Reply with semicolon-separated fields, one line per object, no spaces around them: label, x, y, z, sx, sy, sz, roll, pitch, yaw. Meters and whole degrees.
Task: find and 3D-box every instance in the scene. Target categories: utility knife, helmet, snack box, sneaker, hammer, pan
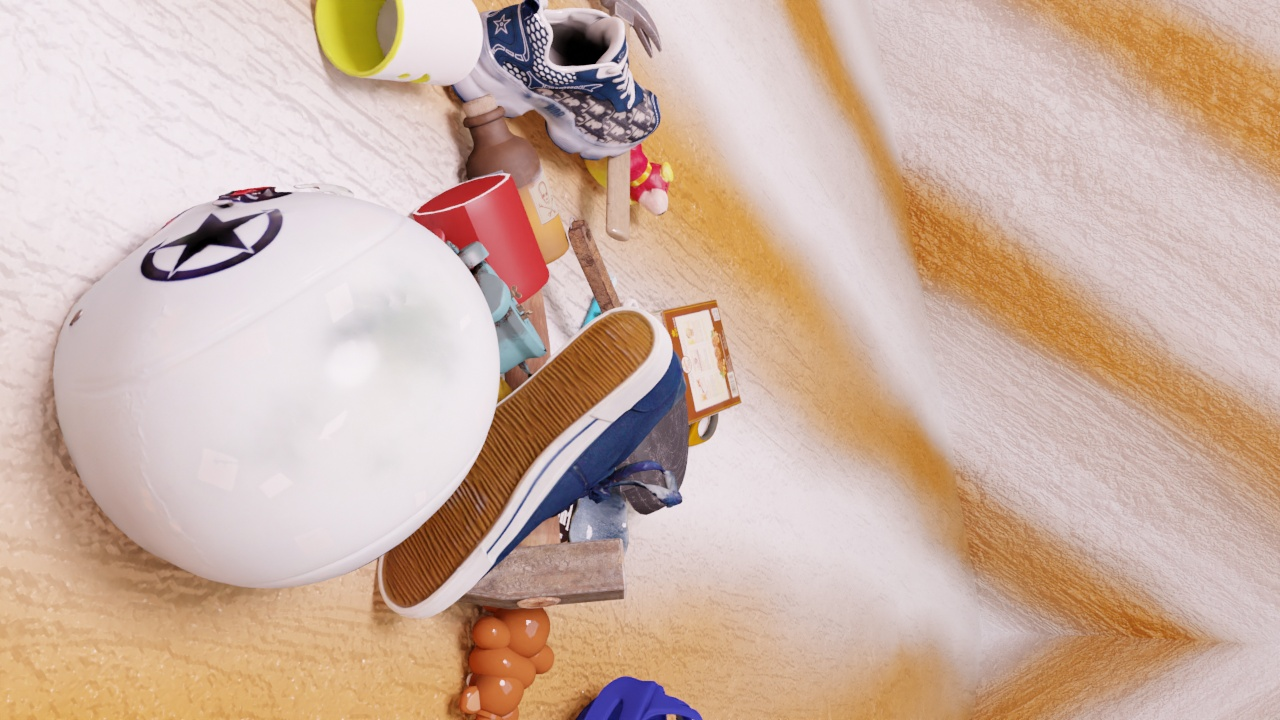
utility knife;-0.054;-0.043;1.000;0.022;0.015;0.157;63;33;-34
helmet;0.026;0.395;0.843;0.240;0.228;0.148;-34;124;-58
snack box;0.063;0.002;1.158;0.146;0.041;0.143;-16;93;-56
sneaker;-0.070;0.098;0.723;0.294;0.121;0.127;-44;140;-6
hammer;-0.022;-0.283;1.022;0.119;0.031;0.330;19;59;-39
pan;-0.006;0.005;0.953;0.207;0.040;0.357;-73;152;-49
sneaker;-0.050;-0.279;0.879;0.269;0.133;0.103;8;69;-50
helmet;-0.181;0.012;0.547;0.263;0.164;0.237;-38;121;-39
hammer;-0.104;0.063;0.800;0.037;0.158;0.300;92;-8;-62

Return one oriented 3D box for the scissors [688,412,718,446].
scissors;0.050;0.082;1.175;0.224;0.016;0.166;-46;124;-55

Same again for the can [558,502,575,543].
can;-0.096;0.135;0.826;0.072;0.072;0.128;47;45;-49

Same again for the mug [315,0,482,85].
mug;-0.186;-0.261;0.720;0.106;0.083;0.082;-24;106;-62

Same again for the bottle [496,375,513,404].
bottle;-0.169;-0.004;0.720;0.164;0.071;0.070;56;39;-42

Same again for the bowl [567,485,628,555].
bowl;-0.058;0.165;0.910;0.110;0.055;0.110;22;65;-60

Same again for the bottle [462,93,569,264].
bottle;-0.121;-0.164;0.840;0.067;0.068;0.157;-53;131;-52

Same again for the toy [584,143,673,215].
toy;-0.017;-0.231;1.069;0.137;0.067;0.105;33;53;-41

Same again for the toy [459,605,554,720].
toy;-0.120;0.261;0.786;0.095;0.065;0.127;43;56;-41

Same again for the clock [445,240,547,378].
clock;-0.118;-0.041;0.708;0.090;0.053;0.124;54;-2;46

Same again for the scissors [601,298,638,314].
scissors;-0.022;-0.057;1.046;0.133;0.012;0.083;61;33;-56

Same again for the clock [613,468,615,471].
clock;-0.030;0.082;0.989;0.091;0.044;0.122;48;41;-55

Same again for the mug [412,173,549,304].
mug;-0.142;-0.091;0.776;0.116;0.081;0.097;-48;127;-46
